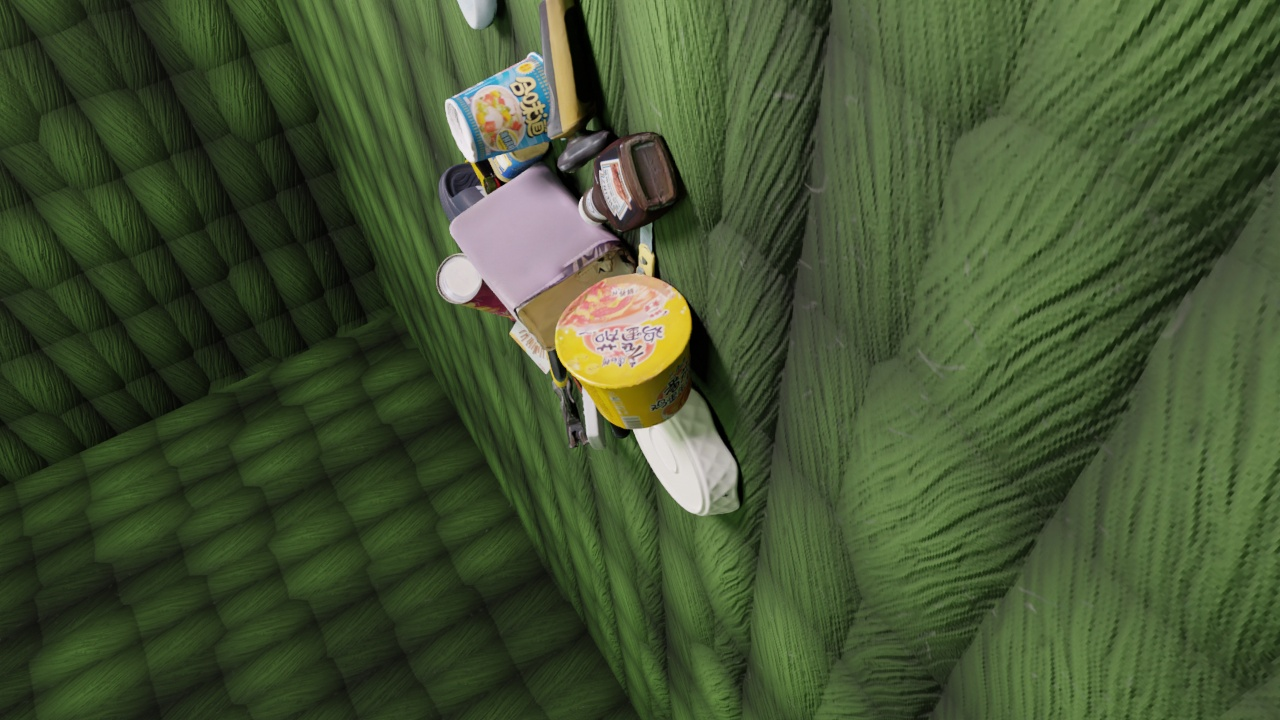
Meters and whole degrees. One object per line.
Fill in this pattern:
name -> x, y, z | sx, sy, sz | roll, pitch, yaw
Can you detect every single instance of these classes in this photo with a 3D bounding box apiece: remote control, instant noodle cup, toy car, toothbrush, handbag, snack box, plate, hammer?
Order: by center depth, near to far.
instant noodle cup -> -0.007, -0.002, 0.947 | 0.138, 0.138, 0.110 | 51, 169, 34
instant noodle cup -> -0.145, -0.264, 0.982 | 0.099, 0.109, 0.099 | 54, 161, 29
handbag -> -0.110, -0.122, 1.038 | 0.197, 0.145, 0.098 | 49, 179, 41
plate -> 0.043, 0.095, 1.076 | 0.205, 0.045, 0.205 | 53, 160, 29
toy car -> -0.183, -0.257, 1.172 | 0.155, 0.071, 0.041 | 58, 159, 24
hammer -> -0.106, 0.018, 1.224 | 0.324, 0.032, 0.126 | 87, 166, -63
toothbrush -> -0.046, 0.049, 1.231 | 0.027, 0.026, 0.213 | 46, 168, 30
remote control -> -0.068, 0.046, 1.256 | 0.058, 0.021, 0.149 | 70, -169, -63
snack box -> -0.133, -0.048, 1.318 | 0.084, 0.026, 0.157 | 47, 146, 4

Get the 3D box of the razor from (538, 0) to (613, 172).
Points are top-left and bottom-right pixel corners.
razor -> -0.063, -0.261, 0.863 | 0.068, 0.062, 0.168 | 13, 129, 29

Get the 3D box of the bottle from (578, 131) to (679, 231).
bottle -> -0.020, -0.162, 0.879 | 0.080, 0.044, 0.195 | 71, 163, -5

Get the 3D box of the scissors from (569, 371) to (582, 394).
scissors -> -0.126, -0.033, 1.404 | 0.235, 0.021, 0.142 | 60, 174, -1

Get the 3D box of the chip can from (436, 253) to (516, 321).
chip can -> -0.213, -0.103, 1.324 | 0.071, 0.071, 0.210 | 59, -167, 13

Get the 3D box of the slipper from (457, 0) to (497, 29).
slipper -> -0.228, -0.471, 0.978 | 0.245, 0.074, 0.104 | 67, 164, -16

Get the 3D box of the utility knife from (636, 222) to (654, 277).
utility knife -> 0.006, -0.089, 0.966 | 0.031, 0.021, 0.211 | 46, 147, 30

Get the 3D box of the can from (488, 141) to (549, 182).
can -> -0.155, -0.273, 1.090 | 0.102, 0.057, 0.083 | 64, 161, -4

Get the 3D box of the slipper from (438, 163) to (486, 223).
slipper -> -0.159, -0.164, 1.215 | 0.268, 0.110, 0.084 | 56, 146, 5
